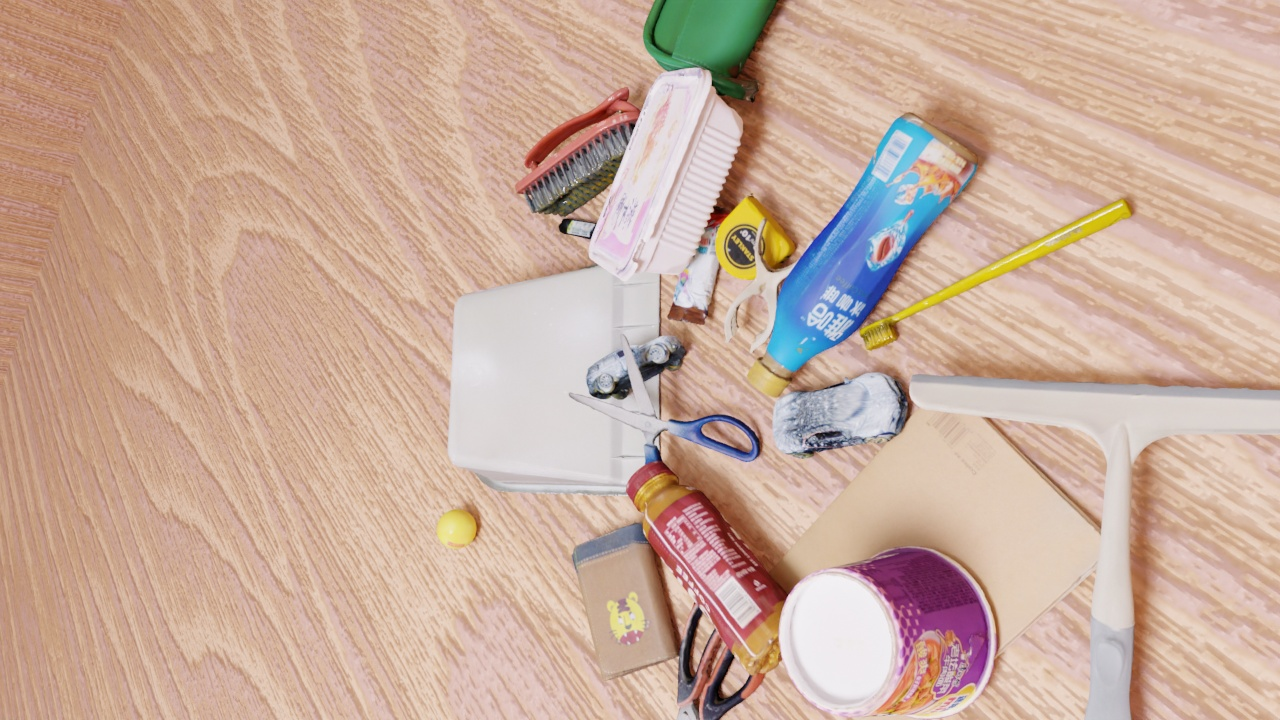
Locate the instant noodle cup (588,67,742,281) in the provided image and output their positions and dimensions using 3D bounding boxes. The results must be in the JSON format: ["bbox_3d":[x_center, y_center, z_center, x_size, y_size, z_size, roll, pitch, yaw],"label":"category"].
[{"bbox_3d":[0.024,-0.148,0.763,0.173,0.060,0.138,-69,20,9],"label":"instant noodle cup"}]

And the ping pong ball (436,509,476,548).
[{"bbox_3d":[-0.189,0.173,0.943,0.040,0.040,0.040,-10,75,42],"label":"ping pong ball"}]

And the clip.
[{"bbox_3d":[0.097,-0.056,0.707,0.076,0.034,0.101,22,108,10],"label":"clip"}]

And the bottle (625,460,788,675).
[{"bbox_3d":[0.051,0.148,0.687,0.175,0.057,0.058,49,115,34],"label":"bottle"}]

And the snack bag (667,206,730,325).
[{"bbox_3d":[0.051,-0.082,0.775,0.045,0.026,0.105,16,94,43],"label":"snack bag"}]

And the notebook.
[{"bbox_3d":[0.184,0.138,0.615,0.212,0.012,0.149,-54,50,22],"label":"notebook"}]

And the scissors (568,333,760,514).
[{"bbox_3d":[0.018,0.061,0.749,0.163,0.012,0.176,-3,102,26],"label":"scissors"}]

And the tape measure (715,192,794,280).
[{"bbox_3d":[0.090,-0.094,0.735,0.057,0.028,0.060,-46,74,29],"label":"tape measure"}]

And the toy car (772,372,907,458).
[{"bbox_3d":[0.140,0.039,0.659,0.106,0.031,0.048,-18,62,39],"label":"toy car"}]

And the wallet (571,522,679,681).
[{"bbox_3d":[-0.016,0.205,0.780,0.090,0.033,0.115,-31,66,35],"label":"wallet"}]

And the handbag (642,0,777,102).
[{"bbox_3d":[0.073,-0.291,0.773,0.120,0.067,0.131,38,107,33],"label":"handbag"}]

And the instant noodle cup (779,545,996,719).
[{"bbox_3d":[0.147,0.171,0.568,0.112,0.099,0.111,-9,77,43],"label":"instant noodle cup"}]

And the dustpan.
[{"bbox_3d":[-0.091,0.024,0.902,0.258,0.142,0.222,-2,79,14],"label":"dustpan"}]

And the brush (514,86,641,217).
[{"bbox_3d":[-0.053,-0.198,0.871,0.146,0.063,0.069,-27,77,36],"label":"brush"}]

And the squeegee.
[{"bbox_3d":[0.262,0.134,0.509,0.247,0.039,0.246,3,89,33],"label":"squeegee"}]

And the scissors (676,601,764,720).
[{"bbox_3d":[0.052,0.286,0.710,0.177,0.015,0.210,-24,66,38],"label":"scissors"}]

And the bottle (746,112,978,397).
[{"bbox_3d":[0.148,-0.066,0.652,0.065,0.065,0.219,49,116,38],"label":"bottle"}]

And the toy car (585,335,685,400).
[{"bbox_3d":[-0.005,0.005,0.784,0.091,0.043,0.034,-28,67,14],"label":"toy car"}]

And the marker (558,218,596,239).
[{"bbox_3d":[-0.039,-0.122,0.878,0.124,0.015,0.018,18,100,47],"label":"marker"}]

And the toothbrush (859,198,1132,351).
[{"bbox_3d":[0.228,-0.052,0.607,0.191,0.015,0.016,-30,67,36],"label":"toothbrush"}]
